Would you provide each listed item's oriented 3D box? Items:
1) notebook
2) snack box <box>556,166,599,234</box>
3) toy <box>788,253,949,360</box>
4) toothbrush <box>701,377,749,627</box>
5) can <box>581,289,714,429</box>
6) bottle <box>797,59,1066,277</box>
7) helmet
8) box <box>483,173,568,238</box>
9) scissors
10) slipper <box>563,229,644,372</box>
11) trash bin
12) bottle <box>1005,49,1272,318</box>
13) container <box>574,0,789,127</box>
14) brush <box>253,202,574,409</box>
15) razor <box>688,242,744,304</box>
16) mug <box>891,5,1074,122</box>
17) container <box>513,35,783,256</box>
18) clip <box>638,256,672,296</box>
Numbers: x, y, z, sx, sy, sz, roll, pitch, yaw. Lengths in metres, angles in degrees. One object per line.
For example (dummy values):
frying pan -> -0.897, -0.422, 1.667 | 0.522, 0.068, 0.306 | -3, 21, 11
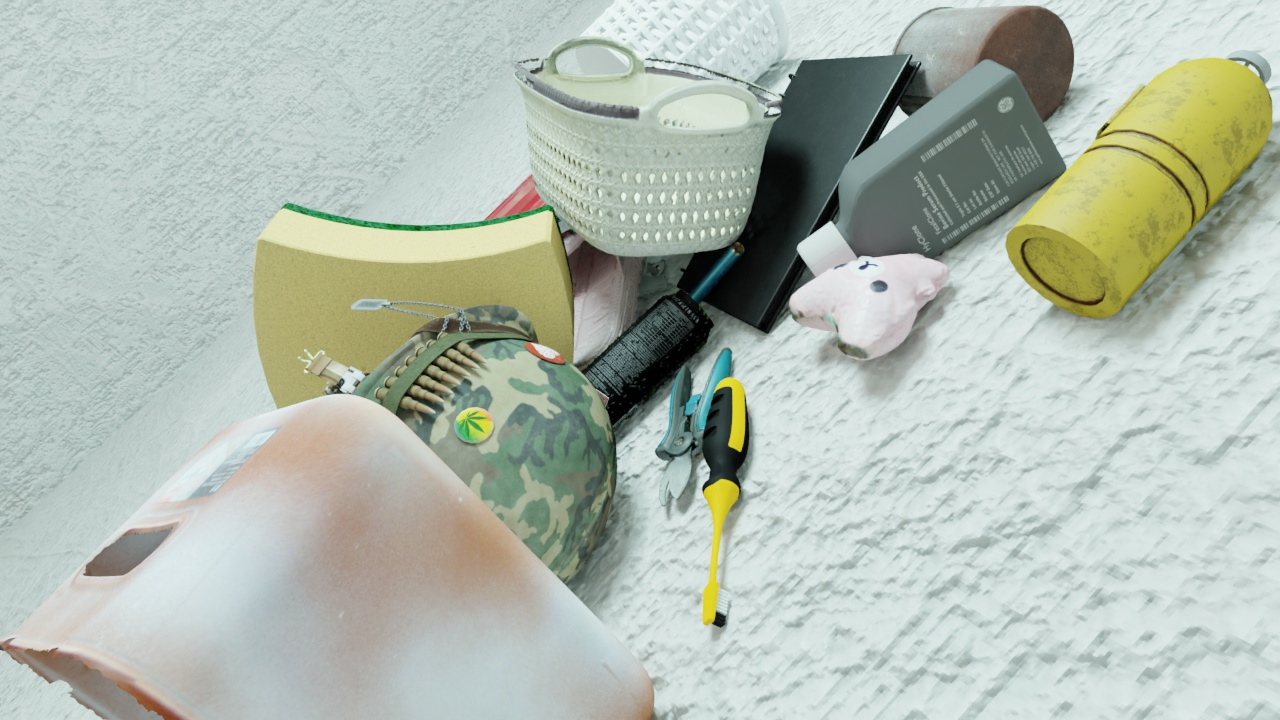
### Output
notebook -> 0.119, -0.145, 0.764 | 0.231, 0.019, 0.169 | -61, 26, 4
snack box -> -0.048, -0.182, 0.940 | 0.147, 0.025, 0.080 | -50, 18, -26
toy -> 0.155, -0.042, 0.599 | 0.096, 0.053, 0.099 | -30, 28, -6
toothbrush -> 0.051, 0.080, 0.577 | 0.031, 0.031, 0.196 | -49, 19, 38
can -> -0.004, 0.004, 0.741 | 0.137, 0.054, 0.054 | -43, 26, -3
bottle -> 0.188, -0.115, 0.628 | 0.174, 0.084, 0.046 | -36, 26, 15
helmet -> -0.129, 0.065, 0.650 | 0.237, 0.193, 0.223 | 3, 58, 20
box -> -0.094, -0.143, 1.032 | 0.157, 0.117, 0.136 | -50, 24, -24
scissors -> 0.040, 0.041, 0.664 | 0.150, 0.019, 0.130 | -45, 25, -9
slipper -> -0.047, -0.089, 0.881 | 0.094, 0.064, 0.238 | -30, 41, 37
trash bin -> -0.135, 0.156, 0.457 | 0.182, 0.260, 0.157 | -14, 33, 45
bottle -> 0.280, -0.105, 0.499 | 0.163, 0.071, 0.071 | -45, 26, -8
container -> 0.049, -0.379, 1.112 | 0.186, 0.189, 0.189 | -45, 26, -6
brush -> -0.181, -0.026, 0.766 | 0.250, 0.195, 0.075 | 0, 30, -3
razor -> 0.040, -0.050, 0.781 | 0.144, 0.022, 0.042 | -43, 20, 36
mug -> 0.270, -0.223, 0.695 | 0.122, 0.096, 0.110 | -14, 28, -14
container -> -0.003, -0.185, 0.779 | 0.184, 0.143, 0.251 | -6, 27, -23
clip -> -0.002, -0.088, 0.912 | 0.102, 0.040, 0.054 | -8, 54, 48
